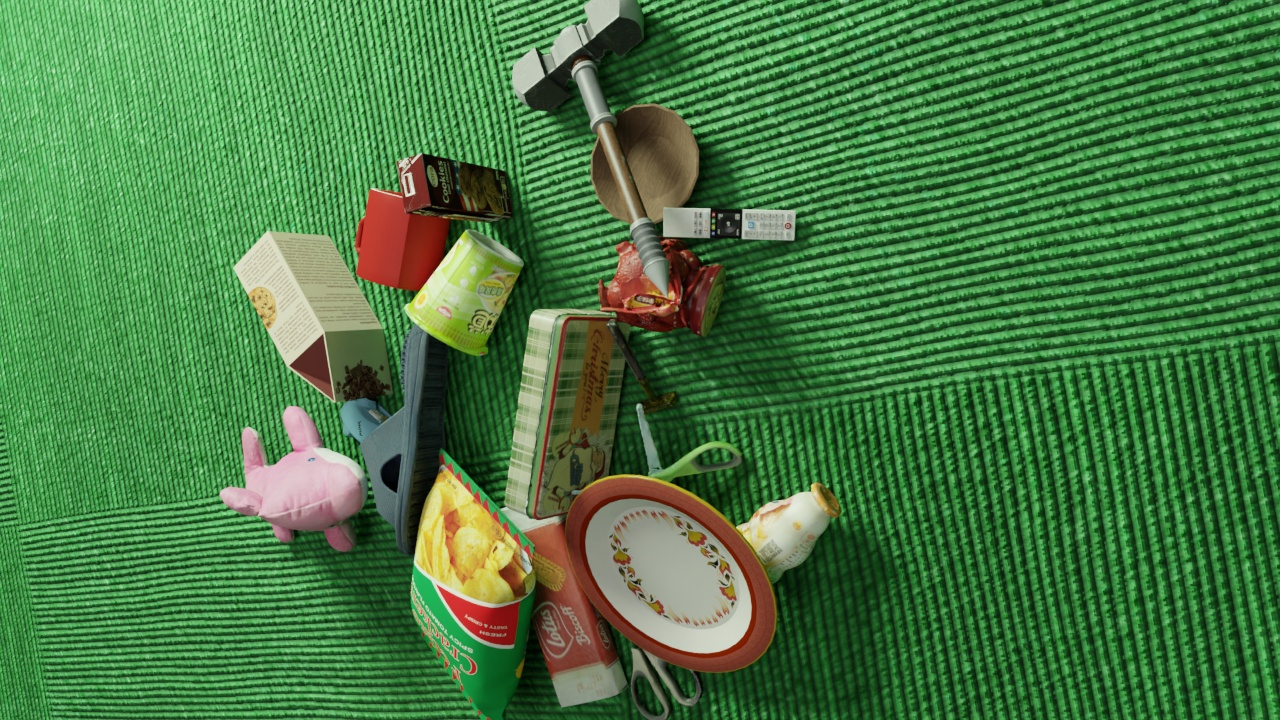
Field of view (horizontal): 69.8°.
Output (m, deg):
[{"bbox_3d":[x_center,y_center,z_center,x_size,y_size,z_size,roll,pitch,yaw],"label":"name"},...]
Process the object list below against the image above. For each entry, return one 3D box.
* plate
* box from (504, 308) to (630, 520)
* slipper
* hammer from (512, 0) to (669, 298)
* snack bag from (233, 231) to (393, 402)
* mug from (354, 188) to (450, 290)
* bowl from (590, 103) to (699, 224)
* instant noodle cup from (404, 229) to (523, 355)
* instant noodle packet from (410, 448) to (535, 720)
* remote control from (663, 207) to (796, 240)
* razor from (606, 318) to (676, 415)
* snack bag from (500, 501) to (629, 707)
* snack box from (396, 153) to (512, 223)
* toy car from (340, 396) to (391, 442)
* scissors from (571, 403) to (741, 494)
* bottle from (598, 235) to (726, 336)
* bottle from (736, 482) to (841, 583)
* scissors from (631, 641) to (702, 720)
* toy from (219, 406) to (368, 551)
[{"bbox_3d":[0.028,0.203,0.883,0.230,0.021,0.230,17,125,25],"label":"plate"},{"bbox_3d":[-0.071,0.052,0.914,0.050,0.117,0.205,13,98,31],"label":"box"},{"bbox_3d":[-0.267,0.083,1.013,0.082,0.101,0.263,5,92,7],"label":"slipper"},{"bbox_3d":[-0.024,-0.193,0.858,0.156,0.043,0.322,-31,62,24],"label":"hammer"},{"bbox_3d":[-0.367,-0.043,1.059,0.070,0.094,0.206,-37,78,23],"label":"snack bag"},{"bbox_3d":[-0.273,-0.137,1.017,0.116,0.080,0.096,18,102,30],"label":"mug"},{"bbox_3d":[0.009,-0.191,0.904,0.118,0.030,0.118,2,96,25],"label":"bowl"},{"bbox_3d":[-0.181,-0.076,0.975,0.099,0.098,0.108,36,100,19],"label":"instant noodle cup"},{"bbox_3d":[-0.180,0.249,0.973,0.196,0.090,0.253,34,122,43],"label":"instant noodle packet"},{"bbox_3d":[0.083,-0.130,0.867,0.124,0.011,0.028,3,109,10],"label":"remote control"},{"bbox_3d":[-0.005,0.005,0.908,0.043,0.026,0.106,-18,113,27],"label":"razor"},{"bbox_3d":[-0.085,0.254,0.980,0.078,0.041,0.225,-21,84,24],"label":"snack bag"},{"bbox_3d":[-0.186,-0.173,0.937,0.032,0.140,0.051,-10,90,26],"label":"snack box"},{"bbox_3d":[-0.315,0.084,1.082,0.108,0.027,0.060,39,109,18],"label":"toy car"},{"bbox_3d":[0.017,0.117,0.901,0.171,0.021,0.172,-11,120,5],"label":"scissors"},{"bbox_3d":[0.017,-0.070,0.871,0.111,0.098,0.099,18,102,14],"label":"bottle"},{"bbox_3d":[0.135,0.159,0.854,0.109,0.063,0.063,-43,76,22],"label":"bottle"},{"bbox_3d":[0.008,0.292,0.954,0.133,0.012,0.169,-4,90,24],"label":"scissors"},{"bbox_3d":[-0.414,0.153,1.062,0.266,0.127,0.187,-7,101,47],"label":"toy"}]
